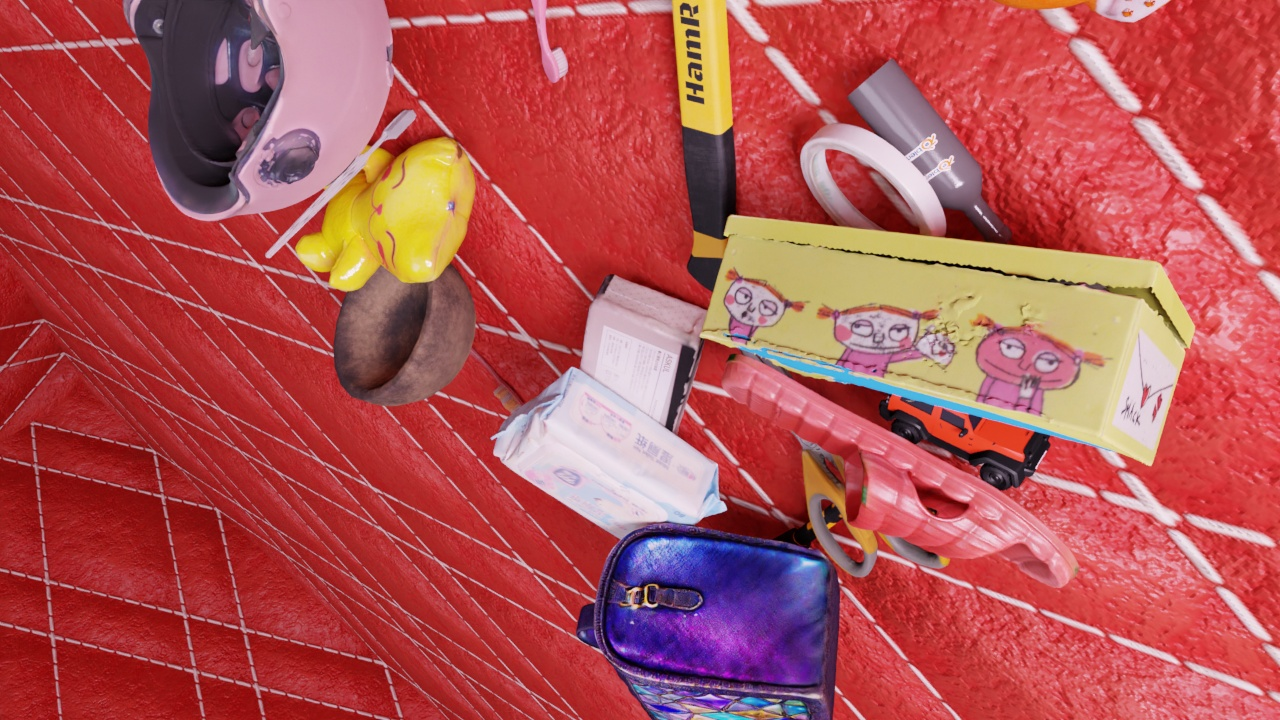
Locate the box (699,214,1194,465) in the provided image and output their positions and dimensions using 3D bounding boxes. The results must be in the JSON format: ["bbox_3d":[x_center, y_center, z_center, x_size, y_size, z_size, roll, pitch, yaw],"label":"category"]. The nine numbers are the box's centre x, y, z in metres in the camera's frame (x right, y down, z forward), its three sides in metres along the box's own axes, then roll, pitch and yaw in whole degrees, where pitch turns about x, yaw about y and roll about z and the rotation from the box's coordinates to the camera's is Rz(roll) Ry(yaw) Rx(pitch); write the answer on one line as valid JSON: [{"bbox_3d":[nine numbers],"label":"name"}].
[{"bbox_3d":[0.154,-0.017,0.487,0.221,0.082,0.124,18,180,42],"label":"box"}]

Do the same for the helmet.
[{"bbox_3d":[-0.289,-0.231,0.713,0.230,0.152,0.256,39,118,28],"label":"helmet"}]

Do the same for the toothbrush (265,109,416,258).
[{"bbox_3d":[-0.244,-0.148,0.757,0.010,0.181,0.010,10,146,40],"label":"toothbrush"}]

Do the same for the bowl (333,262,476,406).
[{"bbox_3d":[-0.226,-0.031,0.902,0.162,0.162,0.070,10,173,43],"label":"bowl"}]

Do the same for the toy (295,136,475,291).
[{"bbox_3d":[-0.221,-0.122,0.818,0.194,0.134,0.087,3,170,41],"label":"toy"}]

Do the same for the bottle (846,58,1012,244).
[{"bbox_3d":[0.156,-0.105,0.482,0.113,0.030,0.030,49,147,-4],"label":"bottle"}]

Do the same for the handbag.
[{"bbox_3d":[0.054,0.239,0.780,0.222,0.125,0.205,3,147,15],"label":"handbag"}]

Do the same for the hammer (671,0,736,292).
[{"bbox_3d":[0.042,-0.168,0.550,0.170,0.034,0.325,24,142,29],"label":"hammer"}]

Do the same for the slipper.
[{"bbox_3d":[0.151,0.081,0.589,0.249,0.059,0.103,31,173,15],"label":"slipper"}]

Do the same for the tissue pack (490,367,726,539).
[{"bbox_3d":[-0.026,0.090,0.765,0.182,0.069,0.112,36,142,-13],"label":"tissue pack"}]

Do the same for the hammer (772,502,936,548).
[{"bbox_3d":[0.134,0.148,0.779,0.123,0.036,0.322,43,145,7],"label":"hammer"}]

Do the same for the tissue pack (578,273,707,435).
[{"bbox_3d":[-0.004,0.005,0.763,0.104,0.071,0.182,22,146,9],"label":"tissue pack"}]

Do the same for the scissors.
[{"bbox_3d":[0.141,0.066,0.662,0.134,0.016,0.228,-12,111,49],"label":"scissors"}]

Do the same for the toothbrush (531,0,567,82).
[{"bbox_3d":[-0.071,-0.250,0.603,0.022,0.016,0.135,16,134,38],"label":"toothbrush"}]

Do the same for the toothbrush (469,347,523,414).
[{"bbox_3d":[-0.191,-0.016,0.988,0.184,0.015,0.015,50,154,-2],"label":"toothbrush"}]

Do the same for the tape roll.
[{"bbox_3d":[0.128,-0.092,0.511,0.093,0.013,0.093,43,171,8],"label":"tape roll"}]

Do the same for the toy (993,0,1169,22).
[{"bbox_3d":[0.149,-0.208,0.325,0.164,0.092,0.173,26,143,28],"label":"toy"}]

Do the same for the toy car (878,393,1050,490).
[{"bbox_3d":[0.198,0.033,0.561,0.100,0.051,0.049,28,145,27],"label":"toy car"}]
